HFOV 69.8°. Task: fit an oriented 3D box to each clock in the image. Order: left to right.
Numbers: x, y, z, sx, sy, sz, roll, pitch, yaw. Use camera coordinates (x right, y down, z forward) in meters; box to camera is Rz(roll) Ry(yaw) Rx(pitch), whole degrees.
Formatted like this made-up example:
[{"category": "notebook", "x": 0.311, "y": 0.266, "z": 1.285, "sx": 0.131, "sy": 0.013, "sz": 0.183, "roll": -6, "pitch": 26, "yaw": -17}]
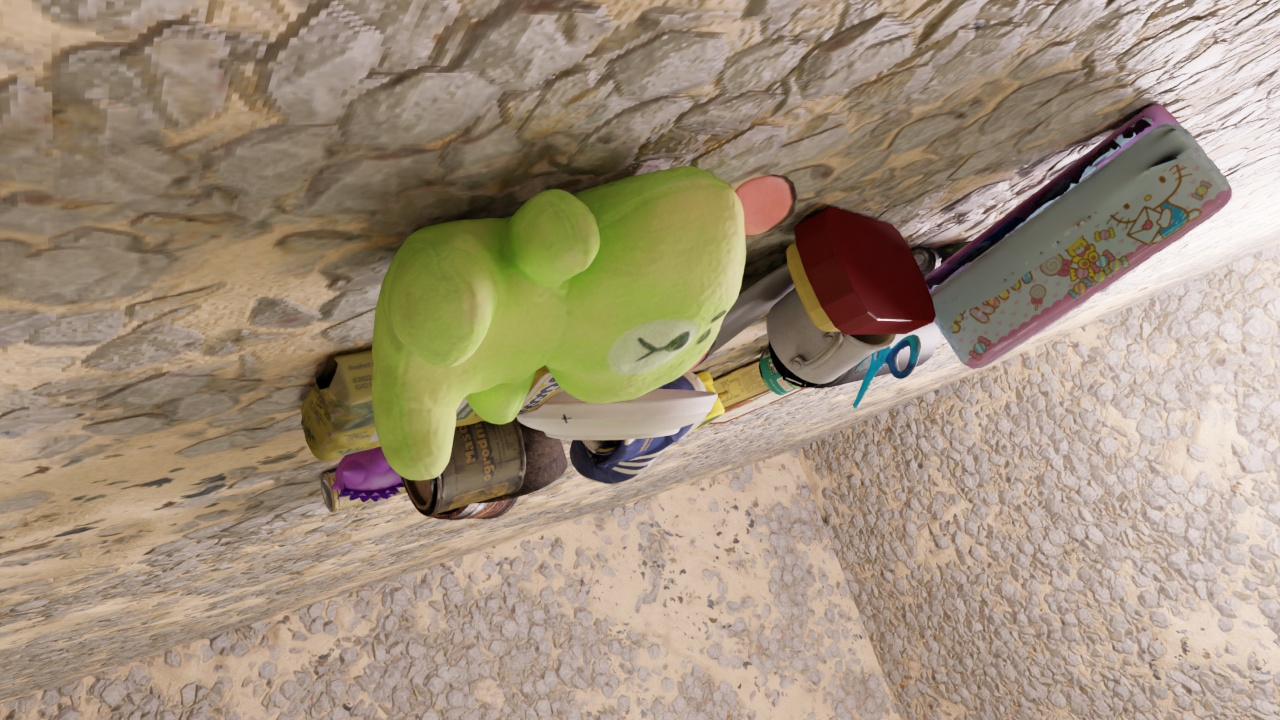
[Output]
[{"category": "clock", "x": 0.041, "y": 0.057, "z": 1.056, "sx": 0.118, "sy": 0.057, "sz": 0.083, "roll": -24, "pitch": 170, "yaw": -12}]

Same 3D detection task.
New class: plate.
[{"category": "plate", "x": -0.025, "y": 0.046, "z": 0.789, "sx": 0.182, "sy": 0.034, "sz": 0.182, "roll": -1, "pitch": -179, "yaw": 0}, {"category": "plate", "x": 0.065, "y": -0.032, "z": 0.712, "sx": 0.178, "sy": 0.012, "sz": 0.178, "roll": -36, "pitch": 171, "yaw": -7}]

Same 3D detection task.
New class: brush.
[{"category": "brush", "x": 0.155, "y": -0.057, "z": 0.651, "sx": 0.042, "sy": 0.082, "sz": 0.173, "roll": -27, "pitch": 167, "yaw": 31}]

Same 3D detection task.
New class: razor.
[{"category": "razor", "x": 0.269, "y": -0.084, "z": 0.820, "sx": 0.151, "sy": 0.054, "sz": 0.067, "roll": -19, "pitch": 158, "yaw": -33}]

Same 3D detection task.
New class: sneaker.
[{"category": "sneaker", "x": -0.042, "y": 0.089, "z": 0.979, "sx": 0.118, "sy": 0.091, "sz": 0.234, "roll": -15, "pitch": 168, "yaw": -45}]

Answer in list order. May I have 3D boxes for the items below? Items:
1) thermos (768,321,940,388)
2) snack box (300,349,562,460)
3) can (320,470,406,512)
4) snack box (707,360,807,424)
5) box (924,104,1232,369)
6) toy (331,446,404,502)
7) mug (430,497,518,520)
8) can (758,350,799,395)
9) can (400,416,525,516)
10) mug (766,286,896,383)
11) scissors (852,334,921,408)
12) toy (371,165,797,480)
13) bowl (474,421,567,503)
[{"category": "thermos", "x": 0.202, "y": -0.022, "z": 0.889, "sx": 0.198, "sy": 0.086, "sz": 0.086, "roll": -9, "pitch": 165, "yaw": -43}, {"category": "snack box", "x": -0.131, "y": 0.020, "z": 0.621, "sx": 0.180, "sy": 0.045, "sz": 0.122, "roll": -13, "pitch": 166, "yaw": -33}, {"category": "can", "x": -0.259, "y": 0.117, "z": 0.875, "sx": 0.079, "sy": 0.038, "sz": 0.038, "roll": -12, "pitch": 167, "yaw": -34}, {"category": "snack box", "x": 0.133, "y": 0.041, "z": 1.182, "sx": 0.143, "sy": 0.041, "sz": 0.146, "roll": -26, "pitch": 167, "yaw": 26}, {"category": "box", "x": 0.324, "y": -0.085, "z": 0.690, "sx": 0.215, "sy": 0.091, "sz": 0.090, "roll": -42, "pitch": 158, "yaw": 33}, {"category": "toy", "x": -0.221, "y": 0.094, "z": 0.789, "sx": 0.088, "sy": 0.056, "sz": 0.106, "roll": -9, "pitch": 166, "yaw": -28}, {"category": "mug", "x": -0.169, "y": 0.113, "z": 0.952, "sx": 0.116, "sy": 0.080, "sz": 0.107, "roll": -50, "pitch": 164, "yaw": 4}, {"category": "can", "x": 0.188, "y": -0.002, "z": 1.040, "sx": 0.102, "sy": 0.055, "sz": 0.054, "roll": -27, "pitch": 167, "yaw": 31}, {"category": "can", "x": -0.144, "y": 0.070, "z": 0.721, "sx": 0.074, "sy": 0.090, "sz": 0.090, "roll": -12, "pitch": 167, "yaw": -33}, {"category": "mug", "x": 0.146, "y": -0.023, "z": 0.729, "sx": 0.071, "sy": 0.084, "sz": 0.112, "roll": -43, "pitch": -174, "yaw": 46}, {"category": "scissors", "x": 0.202, "y": 0.000, "z": 0.759, "sx": 0.013, "sy": 0.117, "sz": 0.140, "roll": 12, "pitch": 127, "yaw": -8}, {"category": "toy", "x": -0.035, "y": -0.030, "z": 0.437, "sx": 0.196, "sy": 0.107, "sz": 0.150, "roll": -23, "pitch": 150, "yaw": -38}, {"category": "bowl", "x": -0.130, "y": 0.077, "z": 0.828, "sx": 0.121, "sy": 0.056, "sz": 0.121, "roll": -7, "pitch": -164, "yaw": 2}]
